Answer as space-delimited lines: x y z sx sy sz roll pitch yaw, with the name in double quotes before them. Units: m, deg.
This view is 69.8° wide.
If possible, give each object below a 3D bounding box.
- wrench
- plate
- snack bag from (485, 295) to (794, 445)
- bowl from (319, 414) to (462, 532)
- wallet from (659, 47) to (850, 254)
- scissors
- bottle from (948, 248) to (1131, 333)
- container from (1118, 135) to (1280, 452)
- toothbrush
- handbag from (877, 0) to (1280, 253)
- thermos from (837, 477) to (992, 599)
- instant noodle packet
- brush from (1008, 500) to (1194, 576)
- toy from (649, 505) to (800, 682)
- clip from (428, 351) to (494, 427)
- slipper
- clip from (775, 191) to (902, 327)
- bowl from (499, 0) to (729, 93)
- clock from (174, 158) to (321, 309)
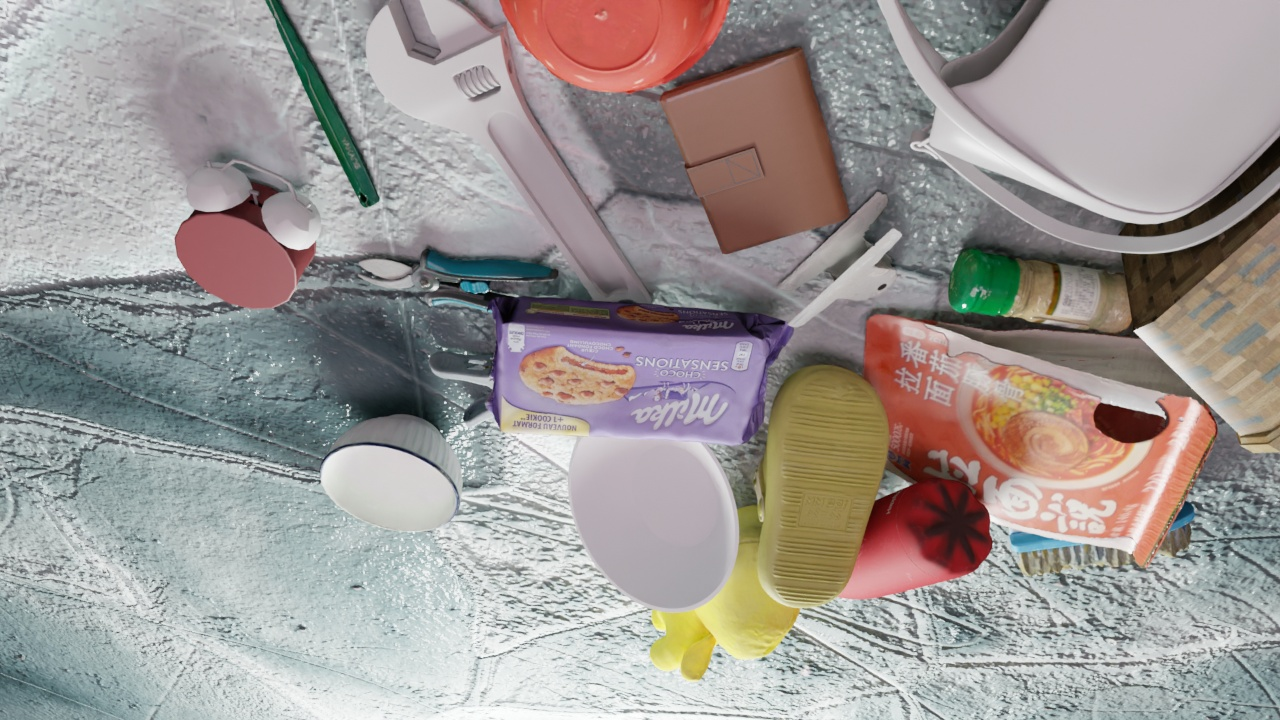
"wrench" -0.074 -0.114 0.594 0.087 0.018 0.273 -15 131 23
"plate" 0.016 0.116 0.754 0.174 0.036 0.174 10 107 37
"snack bag" -0.004 0.004 0.644 0.205 0.058 0.096 4 122 -7
"bowl" -0.205 0.087 0.783 0.118 0.062 0.118 5 135 4
"wallet" 0.072 -0.124 0.561 0.087 0.013 0.121 -15 131 16
"scissors" -0.125 -0.058 0.657 0.150 0.019 0.131 -29 122 34
"bottle" 0.258 -0.044 0.589 0.111 0.043 0.043 8 135 0
"container" 0.400 -0.066 0.466 0.186 0.157 0.251 28 133 -3
"toothbrush" -0.204 -0.172 0.556 0.016 0.017 0.190 -4 133 14
"handbag" 0.211 -0.160 0.450 0.222 0.095 0.216 21 132 -4
"thermos" 0.185 0.160 0.757 0.073 0.073 0.241 21 152 -12
"instant noodle packet" 0.268 0.043 0.658 0.221 0.083 0.165 15 141 21
"brush" 0.364 0.123 0.732 0.136 0.055 0.075 -11 110 20
"toy" 0.071 0.202 0.798 0.092 0.133 0.208 20 132 -19
"clip" -0.075 0.026 0.725 0.163 0.027 0.106 -4 133 13
"slipper" 0.131 0.093 0.704 0.091 0.081 0.191 4 102 -6
"clip" 0.139 -0.063 0.605 0.057 0.053 0.102 52 131 8
"bowl" -0.018 -0.192 0.485 0.130 0.045 0.131 5 135 4
"clock" -0.269 -0.087 0.633 0.087 0.044 0.125 23 134 -13
